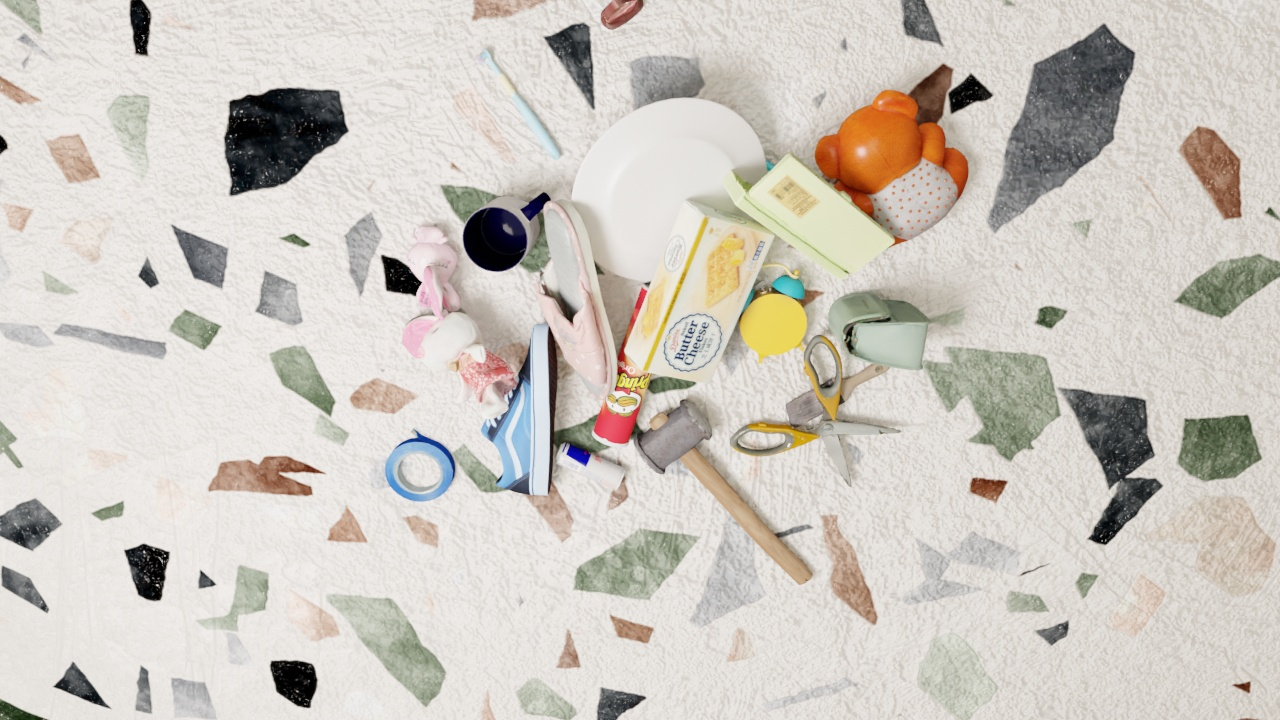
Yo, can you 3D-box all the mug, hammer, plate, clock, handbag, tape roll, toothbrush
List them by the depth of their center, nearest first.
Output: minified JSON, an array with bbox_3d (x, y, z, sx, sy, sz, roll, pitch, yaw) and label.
[{"bbox_3d":[-0.024,-0.396,1.028,0.055,0.119,0.029,-33,103,12],"label":"handbag"},{"bbox_3d":[0.038,-0.192,1.085,0.242,0.016,0.243,-10,131,-12],"label":"plate"},{"bbox_3d":[-0.146,-0.309,1.116,0.022,0.016,0.155,-25,107,43],"label":"toothbrush"},{"bbox_3d":[-0.156,-0.166,1.119,0.112,0.096,0.078,-36,103,12],"label":"mug"},{"bbox_3d":[0.291,-0.039,1.127,0.106,0.121,0.067,6,107,0],"label":"handbag"},{"bbox_3d":[0.165,-0.062,1.169,0.099,0.043,0.130,-16,113,7],"label":"clock"},{"bbox_3d":[0.125,0.193,1.251,0.098,0.052,0.328,-38,105,13],"label":"hammer"},{"bbox_3d":[-0.305,0.151,1.269,0.091,0.016,0.093,37,106,-9],"label":"tape roll"}]

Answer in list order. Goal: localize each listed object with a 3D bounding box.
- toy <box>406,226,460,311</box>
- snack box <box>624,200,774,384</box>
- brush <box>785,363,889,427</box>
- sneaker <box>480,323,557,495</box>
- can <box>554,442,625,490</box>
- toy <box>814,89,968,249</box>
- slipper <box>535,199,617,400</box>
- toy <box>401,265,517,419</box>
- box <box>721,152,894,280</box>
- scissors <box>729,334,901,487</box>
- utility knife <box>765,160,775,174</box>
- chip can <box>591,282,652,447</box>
[{"bbox_3d":[-0.264,-0.114,1.168,0.063,0.047,0.110,-1,113,15],"label":"toy"},{"bbox_3d":[0.069,-0.079,1.112,0.104,0.057,0.208,11,111,-29],"label":"snack box"},{"bbox_3d":[0.259,0.041,1.210,0.151,0.012,0.039,-29,105,13],"label":"brush"},{"bbox_3d":[-0.162,0.067,1.203,0.098,0.083,0.241,5,110,0],"label":"sneaker"},{"bbox_3d":[-0.069,0.143,1.247,0.095,0.032,0.032,25,107,-5],"label":"can"},{"bbox_3d":[0.294,-0.227,1.090,0.164,0.092,0.172,-37,115,15],"label":"toy"},{"bbox_3d":[-0.084,-0.065,1.121,0.054,0.114,0.275,-25,125,-23],"label":"slipper"},{"bbox_3d":[-0.227,-0.008,1.151,0.194,0.084,0.160,51,139,12],"label":"toy"},{"bbox_3d":[0.191,-0.161,1.070,0.188,0.128,0.066,30,70,-31],"label":"box"},{"bbox_3d":[0.230,0.071,1.206,0.225,0.016,0.230,-1,111,4],"label":"scissors"},{"bbox_3d":[0.143,-0.240,1.127,0.162,0.015,0.022,29,132,-5],"label":"utility knife"},{"bbox_3d":[-0.007,0.007,1.192,0.052,0.051,0.215,18,107,-3],"label":"chip can"}]
